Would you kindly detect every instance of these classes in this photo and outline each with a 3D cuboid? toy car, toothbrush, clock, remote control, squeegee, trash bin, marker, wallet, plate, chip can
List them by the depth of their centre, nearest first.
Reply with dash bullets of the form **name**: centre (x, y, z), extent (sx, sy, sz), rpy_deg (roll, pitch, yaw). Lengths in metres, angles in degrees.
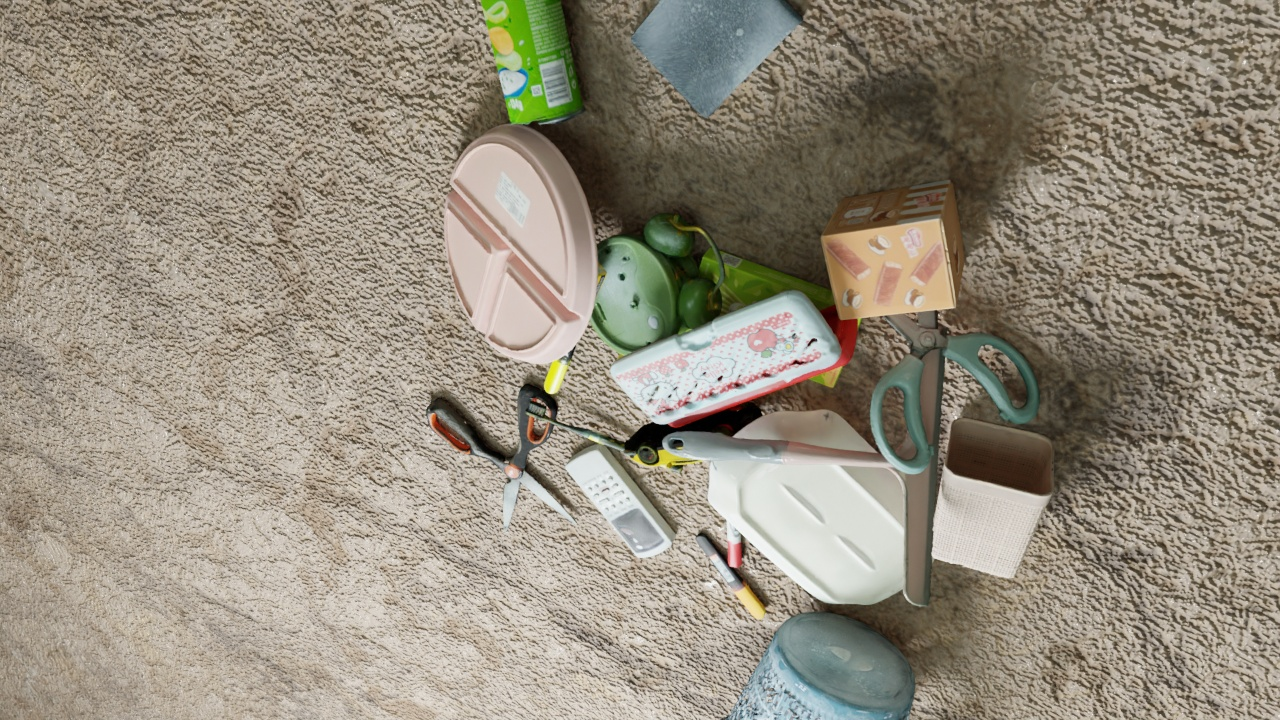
- **wallet**: centre (0.060, -0.274, 0.762), extent (0.097, 0.019, 0.121), rpy_deg (45, 128, -7)
- **chip can**: centre (-0.105, -0.321, 0.774), extent (0.072, 0.072, 0.236), rpy_deg (0, 119, 24)
- **squeegee**: centre (0.140, 0.084, 0.820), extent (0.250, 0.040, 0.247), rpy_deg (4, 87, 12)
- **clock**: centre (0.014, -0.070, 0.855), extent (0.162, 0.056, 0.116), rpy_deg (-24, 90, 45)
- **plate**: centre (-0.123, -0.107, 0.872), extent (0.230, 0.028, 0.230), rpy_deg (18, 114, 45)
- **plate**: centre (0.185, 0.158, 0.902), extent (0.162, 0.034, 0.265), rpy_deg (-38, 113, 20)
- **toy car**: centre (0.055, 0.077, 0.938), extent (0.156, 0.071, 0.041), rpy_deg (-13, 113, 31)
- **marker**: centre (-0.078, -0.015, 0.979), extent (0.018, 0.015, 0.124), rpy_deg (28, 123, 6)
- **trash bin**: centre (0.195, 0.392, 0.990), extent (0.227, 0.226, 0.195), rpy_deg (20, 112, 13)
- **marker**: centre (0.101, 0.166, 1.002), extent (0.017, 0.017, 0.145), rpy_deg (6, 121, 21)
- **toothbrush**: centre (-0.040, 0.084, 1.010), extent (0.186, 0.012, 0.017), rpy_deg (21, 111, 5)
- **marker**: centre (0.103, 0.246, 1.050), extent (0.018, 0.015, 0.124), rpy_deg (-33, 99, 33)
- **remote control**: centre (-0.023, 0.163, 1.053), extent (0.058, 0.021, 0.150), rpy_deg (-31, 102, 35)

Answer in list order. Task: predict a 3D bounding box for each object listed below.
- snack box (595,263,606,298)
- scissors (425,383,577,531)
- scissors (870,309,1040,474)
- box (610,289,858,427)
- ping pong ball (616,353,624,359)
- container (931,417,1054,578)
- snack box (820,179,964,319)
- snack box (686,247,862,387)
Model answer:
- **snack box**: centre (-0.095, -0.095, 0.890), extent (0.140, 0.033, 0.087), rpy_deg (52, 135, 27)
- **scissors**: centre (-0.161, 0.113, 1.085), extent (0.221, 0.021, 0.234), rpy_deg (27, 125, 8)
- **scissors**: centre (0.275, 0.016, 0.797), extent (0.181, 0.019, 0.170), rpy_deg (5, 83, -4)
- **box**: centre (0.082, -0.013, 0.814), extent (0.202, 0.102, 0.100), rpy_deg (-23, 117, 33)
- **ping pong ball**: centre (-0.006, 0.005, 0.941), extent (0.040, 0.040, 0.040), rpy_deg (11, 122, 18)
- **container**: centre (0.317, 0.128, 0.840), extent (0.090, 0.090, 0.111), rpy_deg (13, 126, 17)
- **snack box**: centre (0.210, -0.090, 0.755), extent (0.094, 0.092, 0.077), rpy_deg (-6, 116, 27)
- **snack box**: centre (0.124, -0.041, 0.864), extent (0.156, 0.026, 0.086), rpy_deg (22, 126, 11)
